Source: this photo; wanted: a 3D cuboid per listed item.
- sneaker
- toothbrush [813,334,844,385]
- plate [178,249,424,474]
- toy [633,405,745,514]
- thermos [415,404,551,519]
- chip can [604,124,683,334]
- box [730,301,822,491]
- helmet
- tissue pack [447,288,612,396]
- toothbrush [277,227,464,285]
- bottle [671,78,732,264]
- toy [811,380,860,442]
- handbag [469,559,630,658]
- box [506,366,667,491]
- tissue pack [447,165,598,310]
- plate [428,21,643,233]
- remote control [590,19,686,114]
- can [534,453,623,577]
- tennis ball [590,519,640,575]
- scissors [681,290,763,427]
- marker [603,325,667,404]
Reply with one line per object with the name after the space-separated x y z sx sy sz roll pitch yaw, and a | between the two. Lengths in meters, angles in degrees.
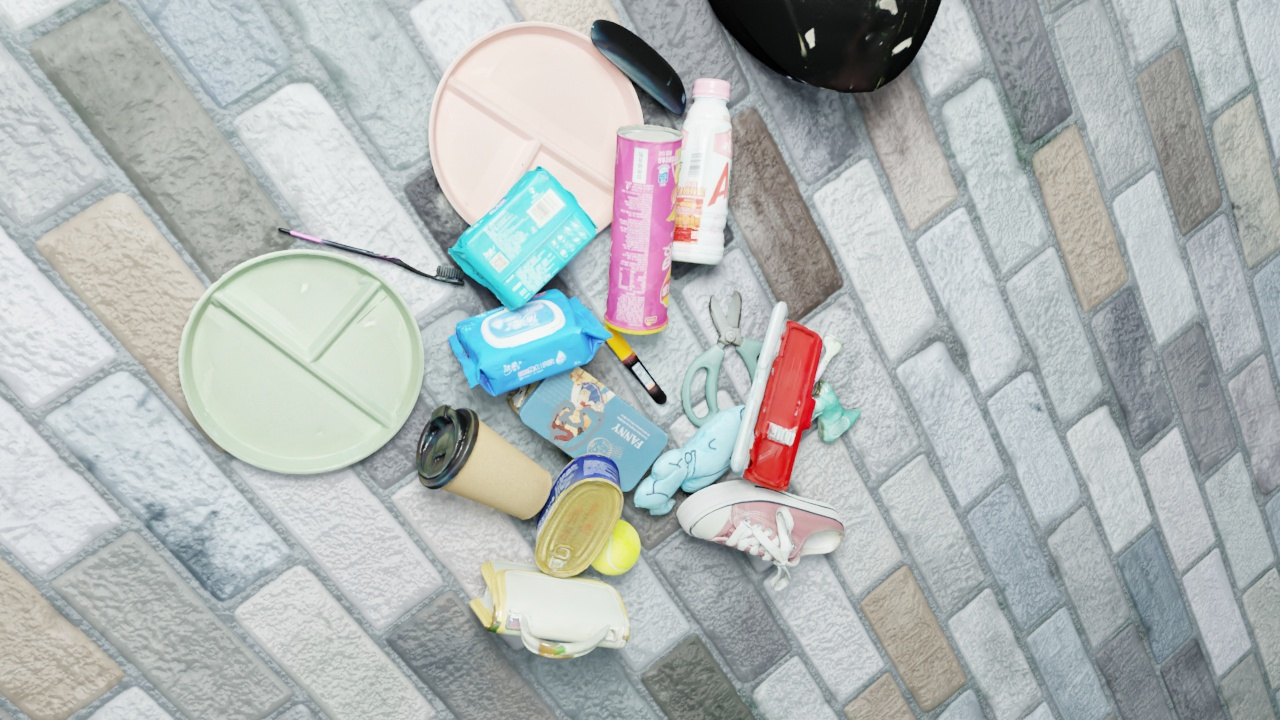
0.159 0.213 1.125 0.240 0.087 0.118 14 127 -27 | sneaker
0.197 0.054 1.151 0.029 0.020 0.189 30 92 -19 | toothbrush
-0.334 0.002 0.919 0.230 0.027 0.230 -5 105 -20 | plate
0.069 0.119 1.086 0.156 0.050 0.162 -1 127 -48 | toy
-0.168 0.114 0.985 0.143 0.093 0.093 35 89 -34 | thermos
0.003 -0.137 0.970 0.071 0.071 0.211 -6 118 -21 | chip can
0.153 0.044 1.069 0.160 0.064 0.201 29 74 -55 | box
0.197 -0.408 0.918 0.233 0.230 0.275 -21 149 -16 | helmet
-0.116 -0.025 0.960 0.157 0.095 0.052 -20 132 -17 | tissue pack
-0.267 -0.108 0.926 0.189 0.014 0.017 16 87 -24 | toothbrush
0.068 -0.206 1.009 0.068 0.068 0.197 3 98 -23 | bottle
0.231 0.068 1.154 0.096 0.030 0.092 -42 125 -12 | toy
-0.090 0.277 1.004 0.163 0.179 0.063 15 92 -23 | handbag
-0.054 0.070 1.030 0.184 0.063 0.090 36 89 -24 | box
-0.117 -0.123 0.930 0.133 0.050 0.093 -45 116 -6 | tissue pack
-0.106 -0.229 0.952 0.229 0.028 0.230 -5 105 -20 | plate
0.005 -0.310 0.962 0.136 0.024 0.053 31 52 -32 | remote control
-0.070 0.171 1.011 0.074 0.049 0.148 18 119 -17 | can
-0.033 0.218 1.073 0.065 0.065 0.065 -5 105 -21 | tennis ball
0.123 0.000 1.107 0.171 0.019 0.177 8 99 -22 | scissors
-0.006 0.006 1.059 0.018 0.015 0.124 -41 117 -6 | marker
